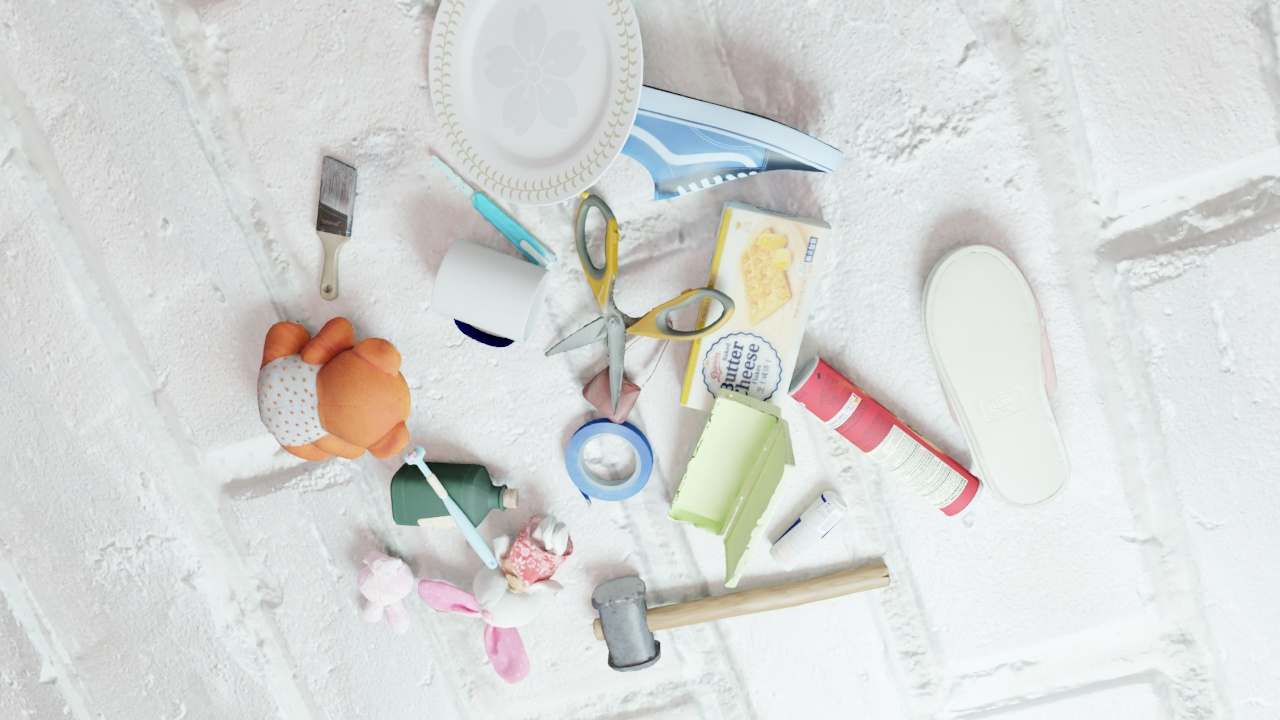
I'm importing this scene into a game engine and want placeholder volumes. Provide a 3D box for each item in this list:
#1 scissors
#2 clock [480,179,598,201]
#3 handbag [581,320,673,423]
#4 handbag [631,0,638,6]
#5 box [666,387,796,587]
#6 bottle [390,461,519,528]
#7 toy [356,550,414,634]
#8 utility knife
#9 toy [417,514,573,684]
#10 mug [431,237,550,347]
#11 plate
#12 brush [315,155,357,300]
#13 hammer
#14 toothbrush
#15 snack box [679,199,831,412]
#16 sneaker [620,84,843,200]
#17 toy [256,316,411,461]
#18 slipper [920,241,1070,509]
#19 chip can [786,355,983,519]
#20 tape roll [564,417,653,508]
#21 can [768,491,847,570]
[{"bbox_3d":[-0.016,-0.060,0.916,0.226,0.016,0.229,-17,90,30],"label":"scissors"},{"bbox_3d":[-0.100,-0.205,0.901,0.130,0.043,0.099,-2,105,14],"label":"clock"},{"bbox_3d":[-0.006,0.006,0.957,0.055,0.029,0.120,39,100,1],"label":"handbag"},{"bbox_3d":[-0.017,-0.384,0.828,0.106,0.067,0.122,44,105,-8],"label":"handbag"},{"bbox_3d":[0.098,0.125,0.925,0.127,0.066,0.188,48,137,34],"label":"box"},{"bbox_3d":[-0.198,0.147,0.997,0.131,0.061,0.061,2,108,6],"label":"bottle"},{"bbox_3d":[-0.290,0.261,1.049,0.063,0.047,0.110,14,116,10],"label":"toy"},{"bbox_3d":[-0.150,-0.152,0.932,0.162,0.015,0.022,44,105,-8],"label":"utility knife"},{"bbox_3d":[-0.140,0.246,1.008,0.159,0.084,0.194,44,107,7],"label":"toy"},{"bbox_3d":[-0.153,-0.059,0.934,0.097,0.078,0.112,20,135,1],"label":"mug"},{"bbox_3d":[-0.099,-0.265,0.843,0.243,0.016,0.243,8,105,30],"label":"plate"},{"bbox_3d":[-0.321,-0.135,0.959,0.039,0.012,0.151,13,106,3],"label":"brush"},{"bbox_3d":[0.108,0.267,1.006,0.328,0.052,0.098,-12,104,6],"label":"hammer"},{"bbox_3d":[-0.195,0.155,0.957,0.022,0.016,0.155,-37,103,-22],"label":"toothbrush"},{"bbox_3d":[0.110,-0.046,0.910,0.104,0.057,0.208,14,106,3],"label":"snack box"},{"bbox_3d":[0.062,-0.191,0.861,0.241,0.083,0.098,14,107,0],"label":"sneaker"},{"bbox_3d":[-0.318,0.036,0.973,0.173,0.092,0.164,0,103,19],"label":"toy"},{"bbox_3d":[0.349,0.016,0.901,0.114,0.054,0.274,-17,100,11],"label":"slipper"},{"bbox_3d":[0.247,0.078,0.931,0.214,0.051,0.052,37,106,-4],"label":"chip can"},{"bbox_3d":[-0.034,0.107,0.990,0.093,0.016,0.091,-22,102,12],"label":"tape roll"},{"bbox_3d":[0.179,0.181,0.977,0.032,0.032,0.095,39,106,-5],"label":"can"}]
